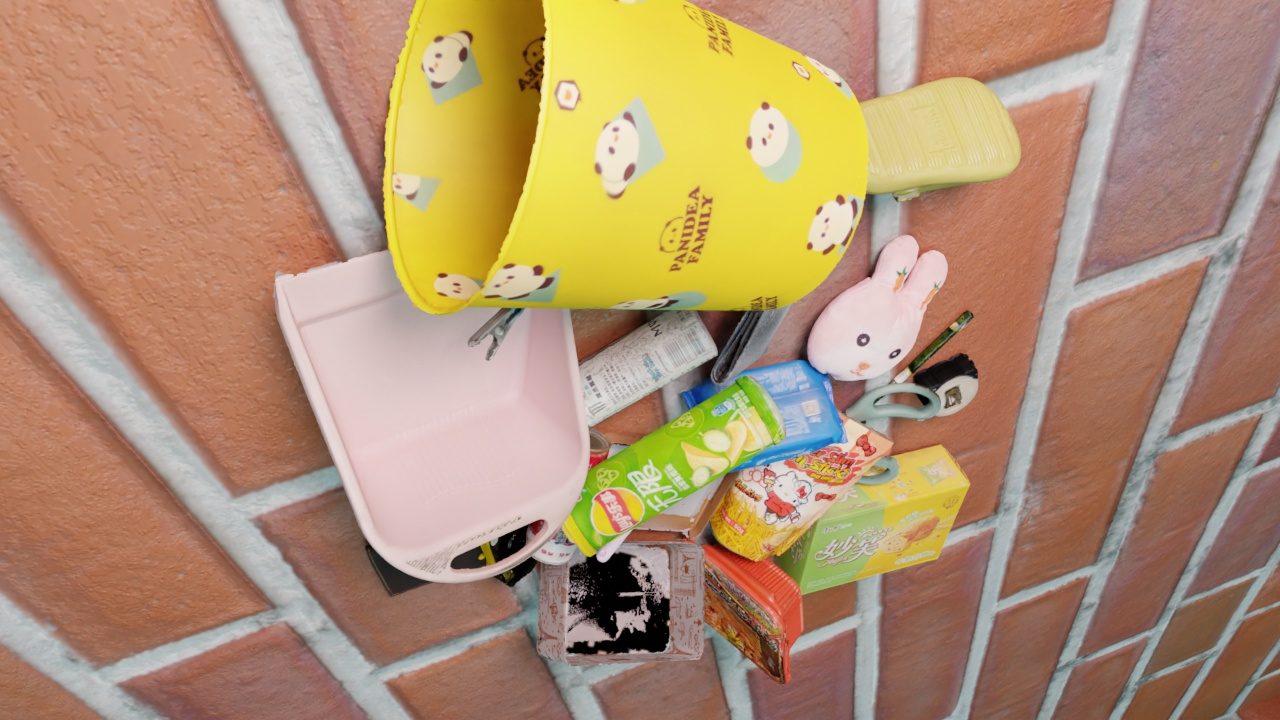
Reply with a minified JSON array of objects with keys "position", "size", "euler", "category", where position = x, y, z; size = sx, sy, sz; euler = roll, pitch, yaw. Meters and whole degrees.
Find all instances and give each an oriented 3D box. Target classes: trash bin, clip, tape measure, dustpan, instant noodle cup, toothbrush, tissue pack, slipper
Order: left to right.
[{"position":[-0.135,0.041,0.729],"size":[0.222,0.139,0.274],"euler":[-22,141,-24],"category":"dustpan"},{"position":[-0.108,-0.027,0.709],"size":[0.029,0.025,0.057],"euler":[42,83,-29],"category":"clip"},{"position":[-0.007,-0.134,0.599],"size":[0.254,0.229,0.230],"euler":[3,130,-34],"category":"trash bin"},{"position":[0.018,0.129,0.931],"size":[0.189,0.029,0.021],"euler":[-50,161,-11],"category":"toothbrush"},{"position":[0.130,0.292,1.111],"size":[0.079,0.164,0.189],"euler":[-37,141,-23],"category":"instant noodle cup"},{"position":[0.125,0.056,0.918],"size":[0.157,0.095,0.052],"euler":[-11,158,-14],"category":"tissue pack"},{"position":[0.295,0.015,1.007],"size":[0.012,0.017,0.186],"euler":[31,115,-23],"category":"toothbrush"},{"position":[0.226,-0.178,0.763],"size":[0.190,0.091,0.082],"euler":[-13,175,-25],"category":"slipper"},{"position":[0.346,0.030,1.034],"size":[0.066,0.033,0.066],"euler":[-25,136,2],"category":"tape measure"}]

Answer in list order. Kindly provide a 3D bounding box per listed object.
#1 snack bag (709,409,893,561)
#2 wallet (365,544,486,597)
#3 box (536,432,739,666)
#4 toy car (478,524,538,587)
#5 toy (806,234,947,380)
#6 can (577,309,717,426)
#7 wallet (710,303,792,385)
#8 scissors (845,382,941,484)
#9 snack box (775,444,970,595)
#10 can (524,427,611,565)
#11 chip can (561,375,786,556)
[{"position":[0.166,0.130,1.016],"size":[0.128,0.073,0.208],"euler":[31,120,-7],"category":"snack bag"},{"position":[-0.215,0.203,0.958],"size":[0.122,0.020,0.096],"euler":[-16,139,-10],"category":"wallet"},{"position":[-0.005,0.206,1.003],"size":[0.178,0.124,0.274],"euler":[8,100,-29],"category":"box"},{"position":[-0.138,0.169,0.930],"size":[0.071,0.041,0.156],"euler":[-47,144,-33],"category":"toy car"},{"position":[0.234,-0.046,0.902],"size":[0.121,0.054,0.160],"euler":[16,115,-35],"category":"toy"},{"position":[-0.005,0.005,0.836],"size":[0.147,0.058,0.058],"euler":[-30,136,5],"category":"can"},{"position":[0.114,-0.038,0.845],"size":[0.097,0.019,0.121],"euler":[-31,153,-53],"category":"wallet"},{"position":[0.256,0.068,1.014],"size":[0.172,0.019,0.180],"euler":[36,118,-25],"category":"scissors"},{"position":[0.284,0.200,1.140],"size":[0.210,0.070,0.158],"euler":[-11,135,-15],"category":"snack box"},{"position":[-0.073,0.133,0.905],"size":[0.053,0.053,0.133],"euler":[8,111,-30],"category":"can"},{"position":[0.027,0.095,0.841],"size":[0.221,0.072,0.072],"euler":[-31,136,1],"category":"chip can"}]
